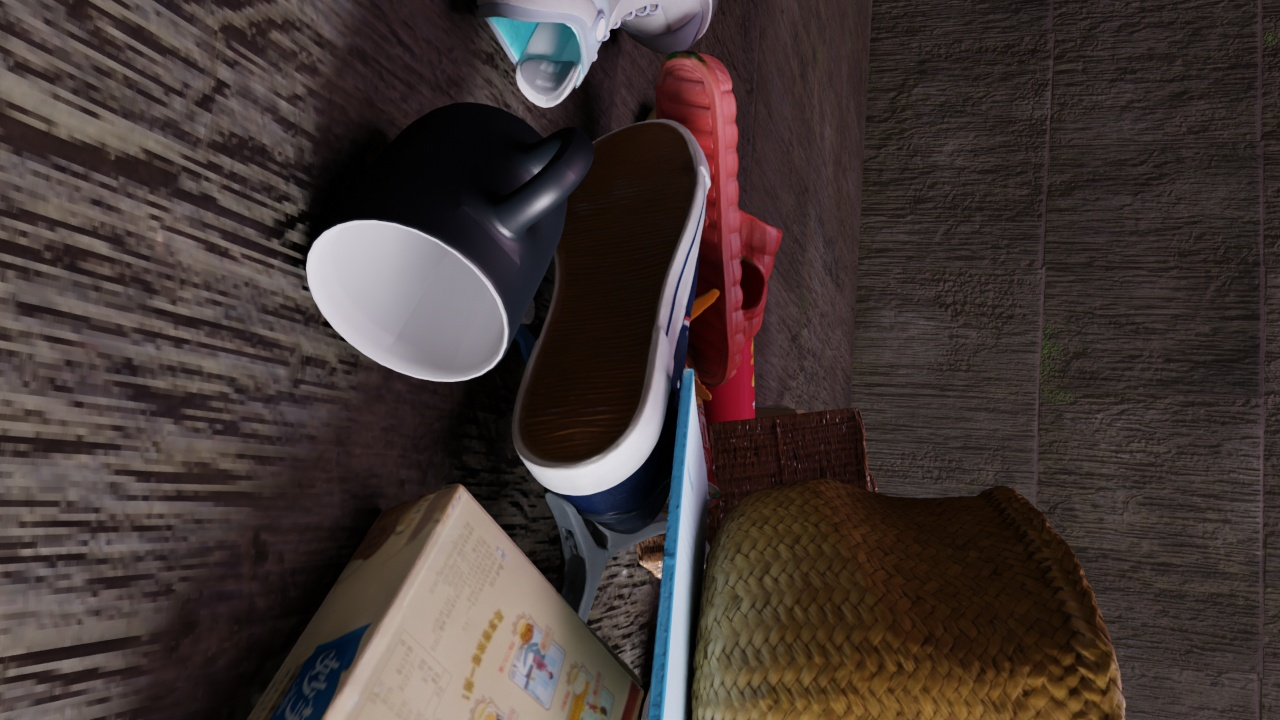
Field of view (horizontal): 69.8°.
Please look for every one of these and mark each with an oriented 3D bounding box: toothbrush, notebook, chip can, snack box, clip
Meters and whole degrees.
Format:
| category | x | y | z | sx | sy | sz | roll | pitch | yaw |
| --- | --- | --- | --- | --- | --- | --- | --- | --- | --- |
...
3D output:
| category | x | y | z | sx | sy | sz | roll | pitch | yaw |
| --- | --- | --- | --- | --- | --- | --- | --- | --- | --- |
| toothbrush | -0.059 | 0.008 | 0.574 | 0.167 | 0.014 | 0.016 | 73 | 27 | -47 |
| notebook | 0.021 | 0.156 | 0.476 | 0.181 | 0.009 | 0.252 | 75 | 19 | -61 |
| chip can | 0.079 | 0.023 | 0.906 | 0.069 | 0.069 | 0.221 | -44 | 133 | -64 |
| snack box | -0.083 | 0.175 | 0.364 | 0.153 | 0.055 | 0.206 | 54 | 33 | -23 |
| clip | -0.024 | 0.170 | 0.630 | 0.168 | 0.031 | 0.164 | 29 | 76 | -41 |

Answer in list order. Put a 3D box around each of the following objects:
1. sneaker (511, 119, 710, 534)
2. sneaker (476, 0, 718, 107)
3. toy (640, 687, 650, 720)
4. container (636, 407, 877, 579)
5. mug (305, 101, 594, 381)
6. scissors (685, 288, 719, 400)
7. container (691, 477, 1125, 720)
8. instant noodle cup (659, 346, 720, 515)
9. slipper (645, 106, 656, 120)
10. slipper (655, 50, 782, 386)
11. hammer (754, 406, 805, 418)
| category | x | y | z | sx | sy | sz | roll | pitch | yaw |
| --- | --- | --- | --- | --- | --- | --- | --- | --- | --- |
| sneaker | -0.006 | -0.025 | 0.563 | 0.127 | 0.121 | 0.293 | 59 | 28 | -47 |
| sneaker | -0.023 | -0.214 | 0.562 | 0.256 | 0.093 | 0.160 | 32 | 71 | -71 |
| toy | 0.122 | 0.354 | 0.774 | 0.280 | 0.266 | 0.263 | -88 | 162 | -52 |
| container | 0.097 | 0.120 | 0.769 | 0.113 | 0.199 | 0.113 | 63 | 22 | -63 |
| mug | -0.067 | -0.059 | 0.379 | 0.085 | 0.122 | 0.094 | 45 | 42 | -26 |
| scissors | 0.000 | -0.010 | 0.632 | 0.131 | 0.125 | 0.011 | -49 | 161 | 3 |
| container | 0.134 | 0.223 | 0.533 | 0.306 | 0.197 | 0.307 | -1 | 89 | -79 |
| instant noodle cup | 0.008 | 0.047 | 0.667 | 0.100 | 0.100 | 0.112 | 55 | 33 | -61 |
| slipper | 0.037 | -0.124 | 0.747 | 0.091 | 0.082 | 0.190 | 37 | 60 | -65 |
| slipper | 0.057 | -0.095 | 0.659 | 0.059 | 0.103 | 0.249 | -18 | 121 | -24 |
| hammer | 0.181 | 0.155 | 1.177 | 0.324 | 0.101 | 0.190 | 8 | 85 | -72 |
